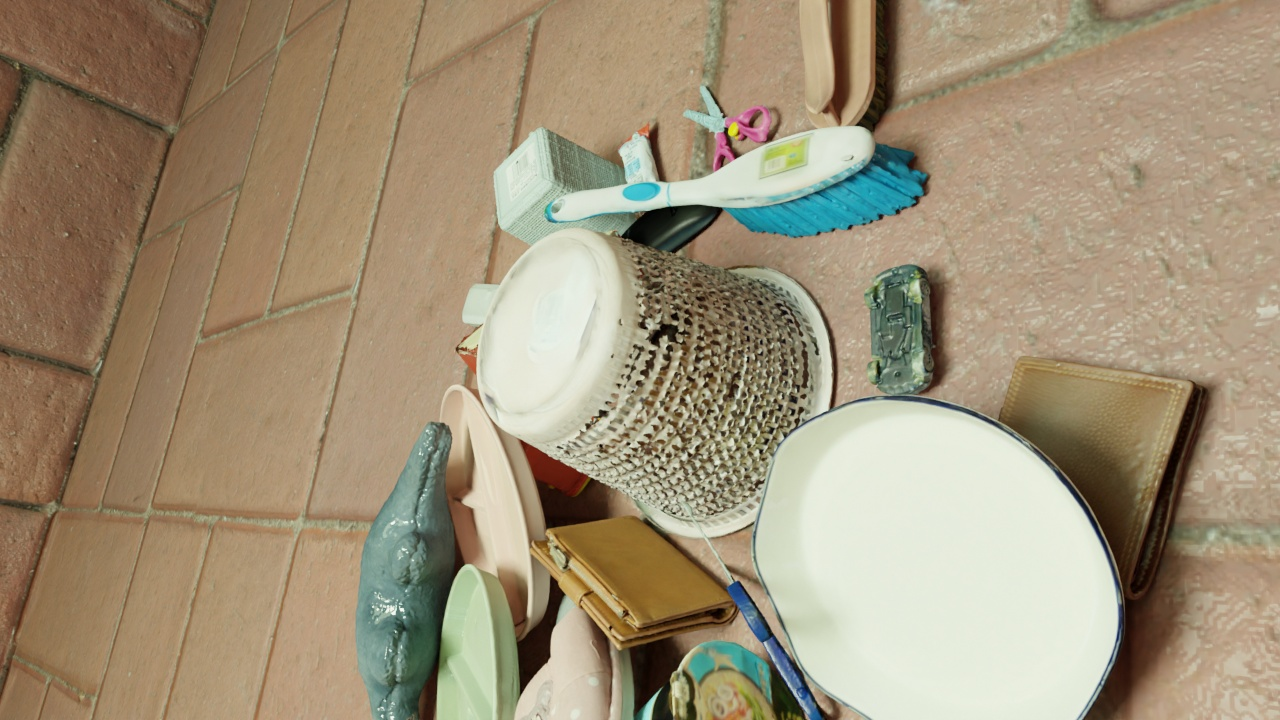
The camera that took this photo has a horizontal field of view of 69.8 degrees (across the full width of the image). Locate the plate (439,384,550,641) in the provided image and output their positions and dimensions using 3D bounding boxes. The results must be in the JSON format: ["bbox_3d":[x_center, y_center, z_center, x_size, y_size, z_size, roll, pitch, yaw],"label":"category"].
[{"bbox_3d":[-0.131,0.132,0.811,0.229,0.028,0.230,36,131,54],"label":"plate"}]

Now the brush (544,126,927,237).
[{"bbox_3d":[0.060,-0.132,0.734,0.315,0.109,0.060,-7,71,45],"label":"brush"}]

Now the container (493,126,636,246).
[{"bbox_3d":[-0.076,-0.156,0.890,0.090,0.111,0.089,-35,50,32],"label":"container"}]

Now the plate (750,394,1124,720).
[{"bbox_3d":[0.159,0.115,0.509,0.205,0.045,0.205,12,109,37],"label":"plate"}]

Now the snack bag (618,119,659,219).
[{"bbox_3d":[0.001,-0.185,0.884,0.048,0.026,0.104,-43,47,35],"label":"snack bag"}]

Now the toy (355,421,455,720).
[{"bbox_3d":[-0.222,0.226,0.879,0.138,0.091,0.356,-164,80,-67],"label":"toy"}]

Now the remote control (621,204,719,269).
[{"bbox_3d":[0.016,-0.119,0.840,0.137,0.024,0.053,-34,53,35],"label":"remote control"}]

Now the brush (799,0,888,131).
[{"bbox_3d":[0.152,-0.241,0.711,0.063,0.073,0.145,-12,66,43],"label":"brush"}]

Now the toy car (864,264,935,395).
[{"bbox_3d":[0.176,-0.019,0.616,0.043,0.034,0.090,-13,66,41],"label":"toy car"}]

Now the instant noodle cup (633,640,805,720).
[{"bbox_3d":[0.031,0.261,0.602,0.121,0.111,0.111,-47,44,33],"label":"instant noodle cup"}]

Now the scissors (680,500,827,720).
[{"bbox_3d":[0.071,0.162,0.600,0.012,0.162,0.175,-32,73,-2],"label":"scissors"}]

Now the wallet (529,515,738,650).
[{"bbox_3d":[-0.007,0.161,0.683,0.132,0.107,0.031,30,115,49],"label":"wallet"}]

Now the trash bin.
[{"bbox_3d":[-0.003,0.004,0.681,0.228,0.192,0.227,-22,58,40],"label":"trash bin"}]

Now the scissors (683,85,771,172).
[{"bbox_3d":[0.068,-0.204,0.833,0.137,0.017,0.093,39,110,53],"label":"scissors"}]

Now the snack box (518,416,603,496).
[{"bbox_3d":[-0.084,0.068,0.824,0.082,0.080,0.091,-58,42,12],"label":"snack box"}]

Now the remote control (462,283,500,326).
[{"bbox_3d":[-0.154,-0.059,1.000,0.125,0.024,0.049,8,79,48],"label":"remote control"}]

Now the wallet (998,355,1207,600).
[{"bbox_3d":[0.243,0.061,0.512,0.101,0.032,0.124,13,82,52],"label":"wallet"}]

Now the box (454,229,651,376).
[{"bbox_3d":[-0.080,-0.046,0.806,0.168,0.077,0.091,-44,19,-25],"label":"box"}]

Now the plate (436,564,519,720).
[{"bbox_3d":[-0.138,0.288,0.769,0.230,0.027,0.230,-175,90,-68],"label":"plate"}]

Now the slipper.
[{"bbox_3d":[-0.052,0.235,0.654,0.114,0.054,0.274,-61,13,22],"label":"slipper"}]
